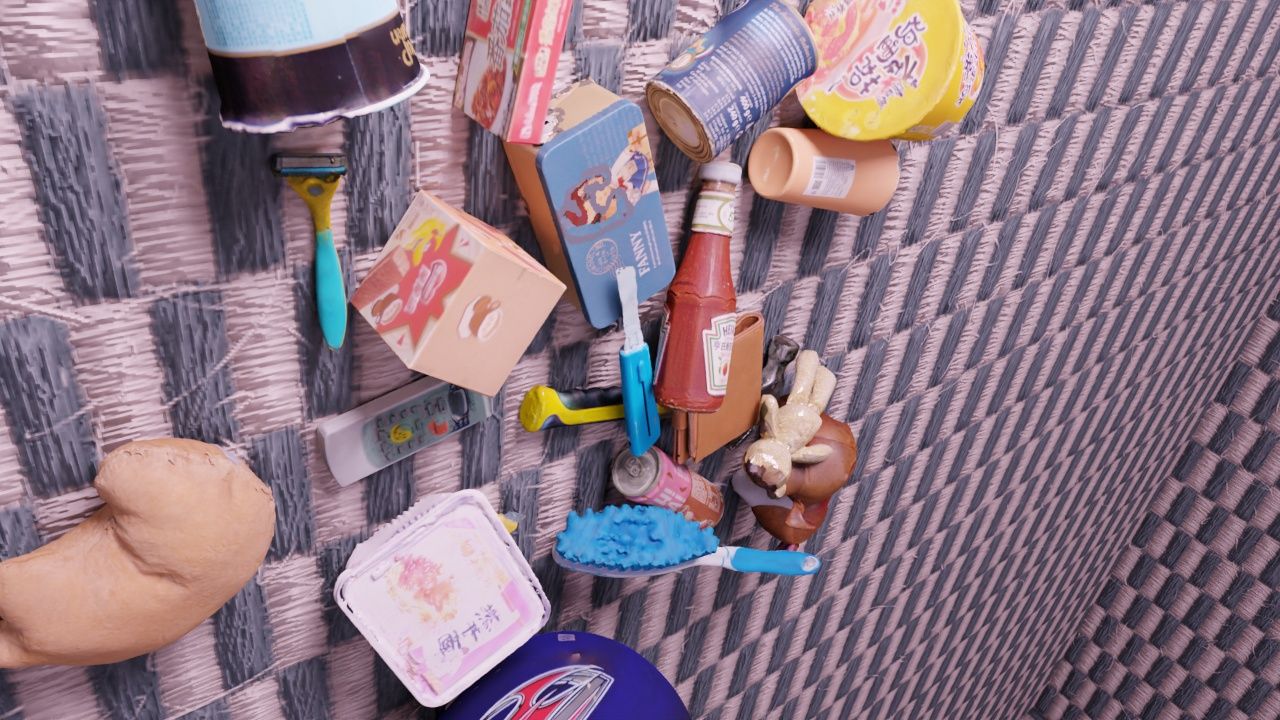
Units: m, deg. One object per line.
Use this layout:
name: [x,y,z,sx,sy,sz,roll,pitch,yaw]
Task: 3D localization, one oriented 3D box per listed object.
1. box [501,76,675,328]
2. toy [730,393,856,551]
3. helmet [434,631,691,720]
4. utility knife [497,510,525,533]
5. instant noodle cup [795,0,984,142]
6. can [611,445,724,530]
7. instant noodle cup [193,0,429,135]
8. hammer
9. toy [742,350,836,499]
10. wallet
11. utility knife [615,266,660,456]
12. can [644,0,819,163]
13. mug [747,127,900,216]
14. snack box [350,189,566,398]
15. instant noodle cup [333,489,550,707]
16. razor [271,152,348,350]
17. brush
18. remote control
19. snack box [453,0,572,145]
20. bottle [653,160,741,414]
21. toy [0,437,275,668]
box: [-0.033,-0.107,0.677,0.089,0.061,0.184,-36,138,-16]
toy: [0.166,0.137,1.024,0.200,0.130,0.139,84,18,-55]
helmet: [-0.099,0.410,0.886,0.314,0.248,0.240,-42,98,-20]
utility knife: [-0.171,0.184,0.816,0.163,0.015,0.033,-37,137,-16]
instant noodle cup: [0.211,-0.242,0.749,0.109,0.138,0.138,-6,125,-53]
can: [0.031,0.132,0.934,0.058,0.058,0.147,-51,141,1]
instant noodle cup: [-0.173,-0.189,0.451,0.111,0.111,0.121,-28,128,-25]
hammer: [0.024,0.040,0.874,0.322,0.032,0.126,-3,122,-42]
toy: [0.149,0.060,0.917,0.105,0.066,0.157,46,61,-31]
wallet: [0.073,0.030,0.863,0.107,0.031,0.132,-31,137,-28]
utility knife: [-0.004,0.004,0.755,0.034,0.018,0.237,-35,146,-20]
can: [0.066,-0.207,0.677,0.111,0.075,0.075,-42,141,-9]
mug: [0.158,-0.167,0.803,0.122,0.078,0.078,-5,124,-37]
snack box: [-0.123,-0.044,0.614,0.077,0.094,0.093,25,102,-50]
instant noodle cup: [-0.167,0.189,0.769,0.137,0.060,0.173,-35,128,-17]
razor: [-0.199,-0.066,0.576,0.043,0.028,0.133,-5,124,-13]
brush: [0.060,0.192,0.928,0.314,0.060,0.110,4,153,-15]
remote control: [-0.176,0.046,0.696,0.134,0.019,0.056,-26,136,-27]
snack box: [-0.071,-0.212,0.542,0.025,0.075,0.153,-7,125,-39]
bottle: [0.053,-0.060,0.761,0.059,0.060,0.206,3,97,-45]
toy: [-0.337,0.144,0.580,0.226,0.082,0.143,-43,136,-4]
